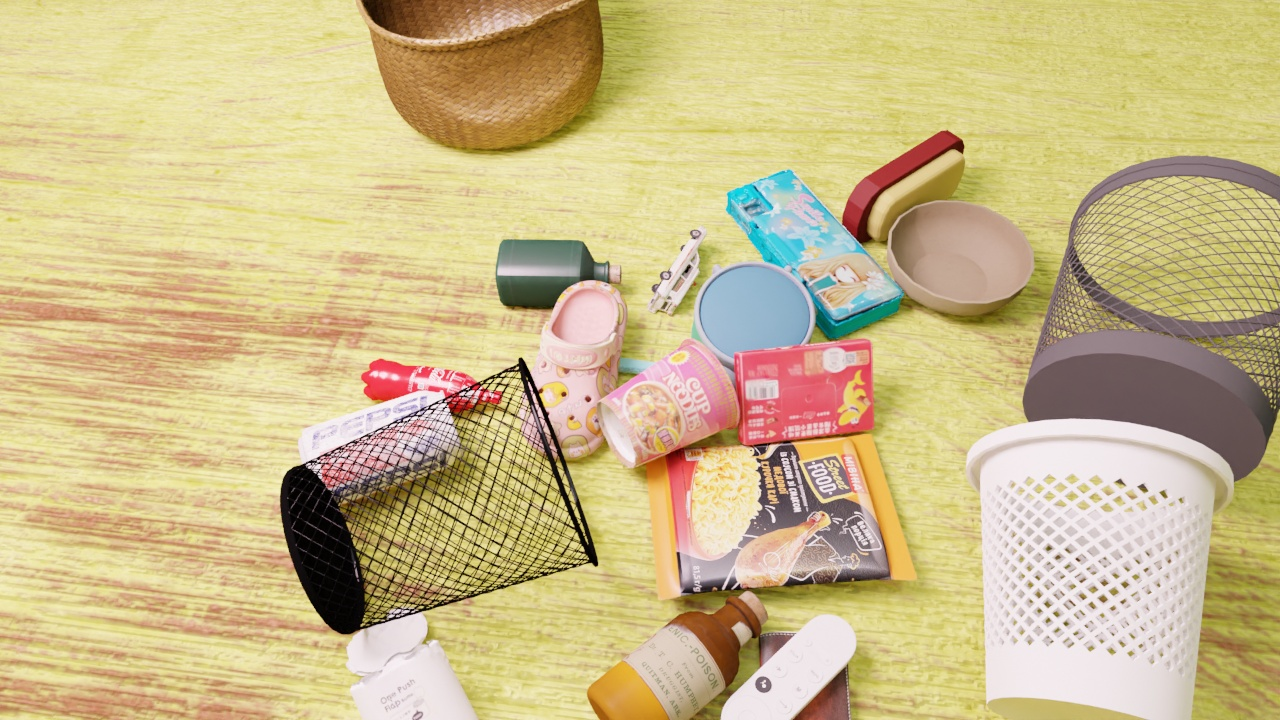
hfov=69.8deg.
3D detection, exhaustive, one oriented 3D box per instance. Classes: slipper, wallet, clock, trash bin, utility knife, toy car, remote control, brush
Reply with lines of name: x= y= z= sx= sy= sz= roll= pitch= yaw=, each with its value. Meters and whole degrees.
slipper: x=-0.067 y=-0.003 z=0.901 sx=0.093 sy=0.082 sz=0.196 roll=7 pitch=64 yaw=9
wallet: x=0.132 y=0.280 z=0.732 sx=0.072 sy=0.019 sz=0.122 roll=2 pitch=53 yaw=3
clock: x=0.113 y=-0.016 z=0.928 sx=0.122 sy=0.075 sz=0.161 roll=1 pitch=66 yaw=1
trash bin: x=-0.165 y=0.120 z=0.761 sx=0.210 sy=0.184 sz=0.184 roll=-20 pitch=55 yaw=-4
utility knife: x=-0.006 y=0.006 z=0.946 sx=0.126 sy=0.015 sz=0.022 roll=7 pitch=37 yaw=6
toy car: x=0.047 y=-0.097 z=1.010 sx=0.039 sy=0.039 sz=0.112 roll=34 pitch=58 yaw=0
trash bin: x=0.480 y=-0.028 z=0.840 sx=0.218 sy=0.218 sz=0.226 roll=24 pitch=61 yaw=18
trash bin: x=0.348 y=0.179 z=0.713 sx=0.195 sy=0.196 sz=0.199 roll=11 pitch=64 yaw=10
remote control: x=0.119 y=0.255 z=0.730 sx=0.136 sy=0.013 sz=0.043 roll=-36 pitch=60 yaw=-22
brush: x=0.306 y=-0.193 z=1.044 sx=0.173 sy=0.082 sz=0.042 roll=-32 pitch=59 yaw=-21

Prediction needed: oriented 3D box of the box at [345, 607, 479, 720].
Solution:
box: x=-0.183 y=0.266 z=0.728 sx=0.083 sy=0.142 sz=0.140 roll=-26 pitch=85 yaw=-14

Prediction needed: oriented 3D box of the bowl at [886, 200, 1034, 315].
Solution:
bowl: x=0.341 y=-0.103 z=0.995 sx=0.152 sy=0.050 sz=0.152 roll=-1 pitch=53 yaw=1

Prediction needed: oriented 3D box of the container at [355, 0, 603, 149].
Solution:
container: x=-0.193 y=-0.420 z=1.160 sx=0.307 sy=0.197 sz=0.306 roll=-1 pitch=55 yaw=1

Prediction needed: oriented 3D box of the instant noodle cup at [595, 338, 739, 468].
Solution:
instant noodle cup: x=0.021 y=0.045 z=0.860 sx=0.108 sy=0.098 sz=0.097 roll=-27 pitch=57 yaw=-21

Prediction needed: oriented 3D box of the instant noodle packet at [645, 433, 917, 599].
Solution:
instant noodle packet: x=0.119 y=0.136 z=0.831 sx=0.221 sy=0.032 sz=0.159 roll=-4 pitch=46 yaw=-1

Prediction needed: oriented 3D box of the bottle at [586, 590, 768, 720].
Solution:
bottle: x=0.037 y=0.242 z=0.734 sx=0.156 sy=0.068 sz=0.068 roll=-33 pitch=59 yaw=-21

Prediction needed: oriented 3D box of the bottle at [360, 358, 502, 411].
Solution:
bottle: x=-0.208 y=0.027 z=0.918 sx=0.141 sy=0.042 sz=0.041 roll=8 pitch=54 yaw=8

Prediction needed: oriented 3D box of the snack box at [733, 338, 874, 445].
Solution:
snack box: x=0.157 y=0.029 z=0.876 sx=0.133 sy=0.089 sz=0.021 roll=-6 pitch=11 yaw=-10

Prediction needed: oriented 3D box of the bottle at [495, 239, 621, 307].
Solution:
bottle: x=-0.086 y=-0.094 z=0.994 sx=0.131 sy=0.061 sz=0.061 roll=1 pitch=55 yaw=2

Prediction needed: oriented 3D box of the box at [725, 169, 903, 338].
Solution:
box: x=0.189 y=-0.126 z=1.023 sx=0.094 sy=0.041 sz=0.226 roll=-22 pitch=56 yaw=-15

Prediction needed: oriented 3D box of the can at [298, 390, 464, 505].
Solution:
can: x=-0.240 y=0.080 z=0.857 sx=0.136 sy=0.078 sz=0.078 roll=-19 pitch=55 yaw=-12
